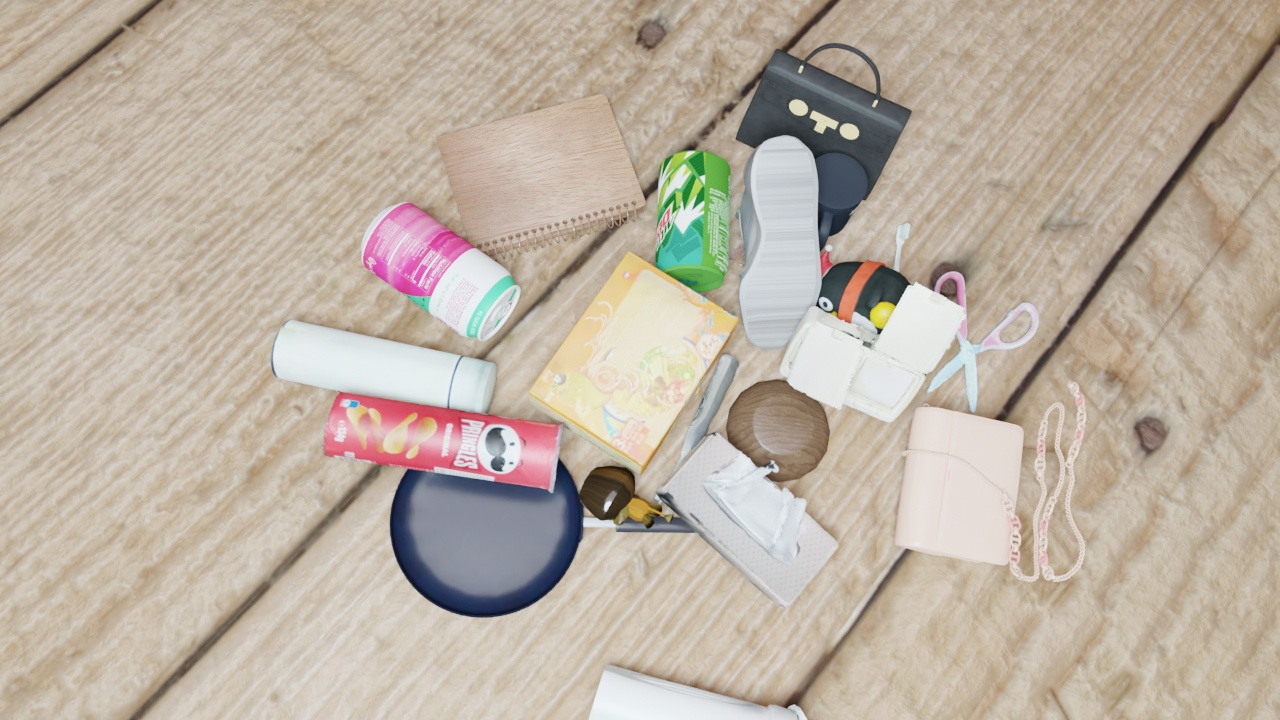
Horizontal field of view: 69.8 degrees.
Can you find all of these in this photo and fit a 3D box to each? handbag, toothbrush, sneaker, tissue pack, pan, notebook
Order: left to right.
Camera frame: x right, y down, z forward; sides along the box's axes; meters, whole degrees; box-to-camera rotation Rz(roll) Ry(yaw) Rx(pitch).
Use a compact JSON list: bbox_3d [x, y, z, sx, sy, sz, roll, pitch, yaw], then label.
[{"bbox_3d":[-0.116,-0.215,1.085,0.210,0.022,0.169,-17,74,-8],"label":"notebook"},{"bbox_3d":[-0.083,0.172,0.974,0.356,0.021,0.198,3,72,-6],"label":"pan"},{"bbox_3d":[0.062,0.076,1.009,0.024,0.022,0.185,31,73,-9],"label":"toothbrush"},{"bbox_3d":[0.116,0.161,0.958,0.181,0.071,0.103,43,78,4],"label":"tissue pack"},{"bbox_3d":[0.151,-0.134,1.036,0.099,0.089,0.236,2,106,1],"label":"sneaker"},{"bbox_3d":[0.216,-0.290,1.036,0.176,0.196,0.072,26,74,4],"label":"handbag"},{"bbox_3d":[0.297,-0.076,1.072,0.012,0.017,0.186,15,74,-8],"label":"toothbrush"},{"bbox_3d":[0.347,0.112,0.931,0.116,0.187,0.198,14,78,-7],"label":"handbag"}]

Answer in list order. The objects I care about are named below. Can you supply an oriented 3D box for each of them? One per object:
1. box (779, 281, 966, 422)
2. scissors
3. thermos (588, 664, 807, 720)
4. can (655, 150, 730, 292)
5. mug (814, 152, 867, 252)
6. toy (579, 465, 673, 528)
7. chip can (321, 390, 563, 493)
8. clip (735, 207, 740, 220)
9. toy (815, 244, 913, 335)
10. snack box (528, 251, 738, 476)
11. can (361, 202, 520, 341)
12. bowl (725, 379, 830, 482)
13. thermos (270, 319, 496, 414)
[{"bbox_3d":[0.228,0.001,0.941,0.143,0.195,0.100,23,50,5],"label":"box"},{"bbox_3d":[0.399,-0.021,1.064,0.158,0.014,0.172,1,73,-3],"label":"scissors"},{"bbox_3d":[0.061,0.361,0.893,0.220,0.099,0.099,17,73,5],"label":"thermos"},{"bbox_3d":[0.060,-0.158,1.046,0.083,0.083,0.144,4,74,-3],"label":"can"},{"bbox_3d":[0.215,-0.176,1.064,0.071,0.077,0.105,14,73,1],"label":"mug"},{"bbox_3d":[-0.014,0.147,0.951,0.100,0.063,0.076,24,33,15],"label":"toy"},{"bbox_3d":[-0.199,0.082,0.939,0.233,0.073,0.073,9,73,-4],"label":"chip can"},{"bbox_3d":[0.149,-0.189,1.093,0.047,0.023,0.076,43,78,7],"label":"clip"},{"bbox_3d":[0.244,-0.067,1.030,0.119,0.098,0.099,24,56,27],"label":"toy"},{"bbox_3d":[-0.006,0.006,0.996,0.145,0.081,0.195,32,74,7],"label":"snack box"},{"bbox_3d":[-0.220,-0.097,1.009,0.166,0.088,0.088,35,75,7],"label":"can"},{"bbox_3d":[0.154,0.074,1.012,0.118,0.030,0.117,1,74,-3],"label":"bowl"},{"bbox_3d":[-0.273,0.011,0.986,0.230,0.068,0.067,13,73,0],"label":"thermos"}]
